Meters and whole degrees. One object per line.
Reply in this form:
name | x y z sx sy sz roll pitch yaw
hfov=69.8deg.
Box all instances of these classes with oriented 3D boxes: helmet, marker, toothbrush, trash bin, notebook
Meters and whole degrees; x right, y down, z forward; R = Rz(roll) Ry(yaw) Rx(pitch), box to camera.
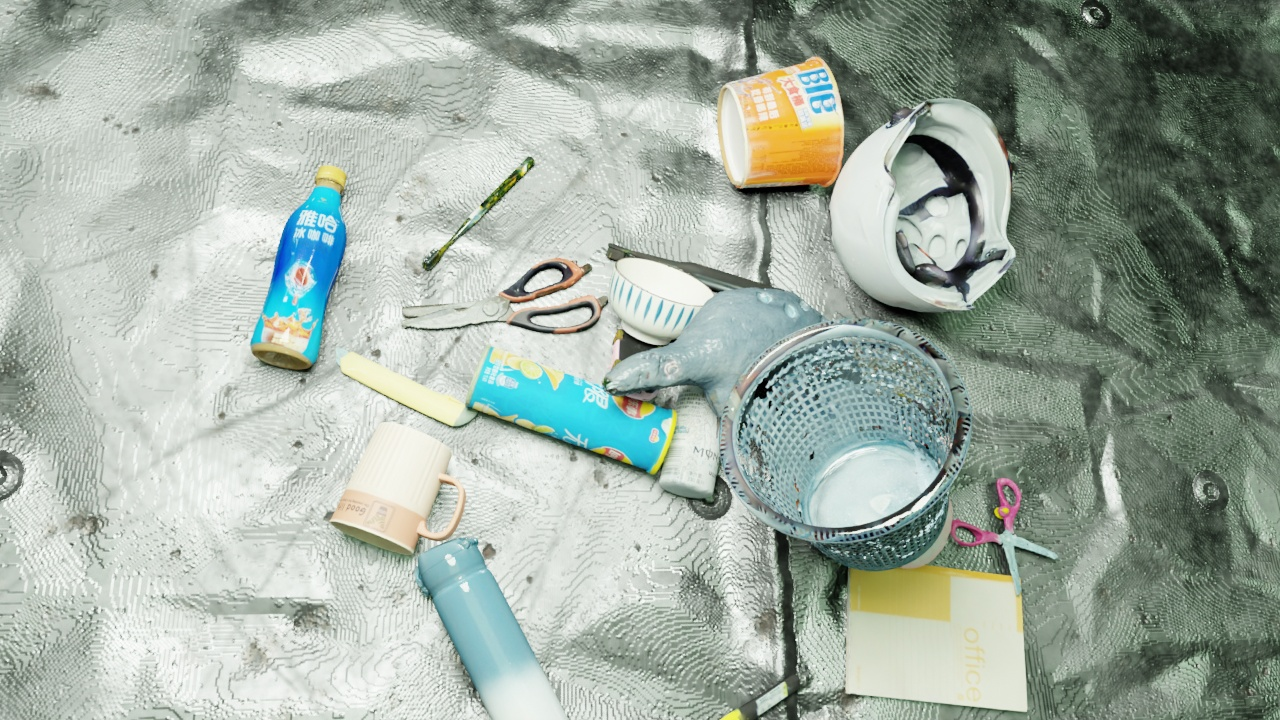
helmet | 0.312 -0.171 1.061 0.229 0.146 0.258 46 59 -24
marker | 0.112 0.354 0.928 0.124 0.015 0.018 -25 80 -21
toothbrush | 0.063 -0.099 1.058 0.212 0.026 0.027 16 107 -6
toothbrush | -0.180 -0.169 1.032 0.012 0.017 0.185 36 68 9
trash bin | 0.212 0.104 0.897 0.227 0.195 0.226 -12 54 18
notebook | 0.320 0.295 0.992 0.206 0.010 0.145 10 70 -9

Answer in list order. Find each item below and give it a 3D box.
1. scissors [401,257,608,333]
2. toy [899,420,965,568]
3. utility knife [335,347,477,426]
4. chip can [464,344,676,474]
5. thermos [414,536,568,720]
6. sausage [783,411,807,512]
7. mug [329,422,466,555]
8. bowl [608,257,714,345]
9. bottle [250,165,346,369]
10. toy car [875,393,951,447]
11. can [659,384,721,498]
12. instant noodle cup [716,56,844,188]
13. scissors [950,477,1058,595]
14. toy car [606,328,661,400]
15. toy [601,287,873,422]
scissors | -0.151 -0.070 1.008 0.206 0.015 0.193 29 70 -2
toy | 0.295 0.145 1.007 0.121 0.054 0.159 30 79 -1
utility knife | -0.248 0.028 0.954 0.162 0.018 0.030 28 65 -4
chip can | -0.072 0.051 0.955 0.210 0.071 0.071 20 69 -5
thermos | -0.142 0.272 0.874 0.070 0.070 0.220 -27 79 -19
sausage | 0.175 0.096 1.020 0.021 0.021 0.165 13 70 -8
mug | -0.225 0.128 0.887 0.114 0.082 0.105 16 67 10
bowl | 0.017 -0.059 1.002 0.116 0.116 0.066 18 113 -6
bottle | -0.344 -0.101 0.950 0.065 0.065 0.218 11 69 -9
toy car | 0.322 0.074 1.052 0.106 0.031 0.049 17 71 2
can | 0.062 0.071 0.984 0.058 0.058 0.146 16 70 -7
instant noodle cup | 0.158 -0.270 1.074 0.111 0.151 0.151 -11 75 -7
scissors | 0.408 0.198 1.037 0.135 0.017 0.133 2 68 -11
toy car | -0.006 0.006 0.977 0.056 0.037 0.122 20 27 -9
toy | 0.122 -0.007 0.960 0.355 0.091 0.138 2 97 -31
